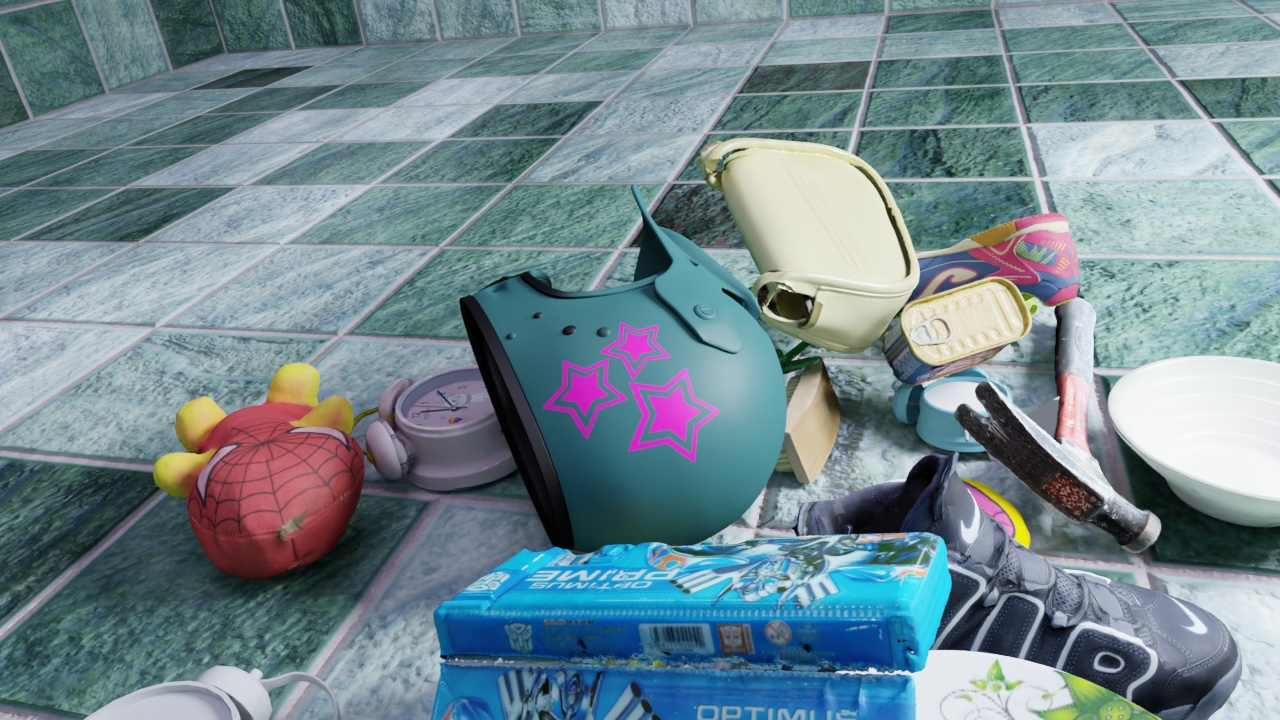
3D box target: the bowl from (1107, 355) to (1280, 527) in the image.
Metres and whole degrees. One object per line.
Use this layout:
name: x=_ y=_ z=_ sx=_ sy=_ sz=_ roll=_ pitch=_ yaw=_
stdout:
bowl: x=0.413 y=0.064 z=0.627 sx=0.177 sy=0.058 sz=0.176 roll=-5 pitch=29 yaw=3

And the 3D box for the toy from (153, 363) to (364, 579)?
toy: x=-0.282 y=0.083 z=0.702 sx=0.147 sy=0.099 sz=0.216 roll=-29 pitch=34 yaw=-16

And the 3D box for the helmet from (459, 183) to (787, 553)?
helmet: x=-0.004 y=0.004 z=0.666 sx=0.200 sy=0.177 sz=0.274 roll=-20 pitch=54 yaw=-14

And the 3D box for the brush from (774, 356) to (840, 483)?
brush: x=0.130 y=0.047 z=0.730 sx=0.039 sy=0.049 sz=0.116 roll=-13 pitch=24 yaw=28

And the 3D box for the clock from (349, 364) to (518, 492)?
clock: x=-0.167 y=0.054 z=0.768 sx=0.158 sy=0.059 sz=0.116 roll=-6 pitch=29 yaw=3

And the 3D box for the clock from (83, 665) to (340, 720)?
clock: x=-0.241 y=0.218 z=0.490 sx=0.158 sy=0.061 sz=0.120 roll=-26 pitch=34 yaw=-28

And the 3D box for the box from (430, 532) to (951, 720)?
box: x=0.008 y=0.139 z=0.422 sx=0.244 sy=0.070 sz=0.170 roll=-8 pitch=34 yaw=27

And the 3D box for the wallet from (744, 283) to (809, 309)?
wallet: x=0.151 y=-0.074 z=0.914 sx=0.121 sy=0.027 sz=0.099 roll=-16 pitch=-5 yaw=-15

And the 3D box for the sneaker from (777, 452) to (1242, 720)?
sneaker: x=0.188 y=0.115 z=0.491 sx=0.253 sy=0.151 sz=0.097 roll=-1 pitch=29 yaw=9

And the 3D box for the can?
can: x=0.243 y=-0.021 z=0.714 sx=0.099 sy=0.059 sz=0.054 roll=-17 pitch=73 yaw=-9

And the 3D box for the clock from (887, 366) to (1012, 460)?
clock: x=0.250 y=0.036 z=0.739 sx=0.087 sy=0.042 sz=0.123 roll=-14 pitch=25 yaw=-13

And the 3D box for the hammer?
hammer: x=0.332 y=0.015 z=0.721 sx=0.140 sy=0.036 sz=0.325 roll=36 pitch=35 yaw=6

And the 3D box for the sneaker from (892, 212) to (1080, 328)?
sneaker: x=0.274 y=-0.058 z=0.834 sx=0.116 sy=0.091 sz=0.242 roll=-11 pitch=-3 yaw=-37

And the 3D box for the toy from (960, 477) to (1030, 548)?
toy: x=0.207 y=0.110 z=0.608 sx=0.094 sy=0.041 sz=0.095 roll=17 pitch=34 yaw=30

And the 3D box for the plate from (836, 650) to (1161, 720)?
plate: x=0.146 y=0.215 z=0.368 sx=0.229 sy=0.030 sz=0.229 roll=-3 pitch=30 yaw=2

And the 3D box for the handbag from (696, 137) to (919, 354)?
handbag: x=0.143 y=-0.097 z=0.775 sx=0.190 sy=0.089 sz=0.232 roll=11 pitch=40 yaw=-23

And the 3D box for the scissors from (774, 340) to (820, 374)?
scissors: x=0.114 y=0.010 z=0.783 sx=0.130 sy=0.011 sz=0.126 roll=-45 pitch=10 yaw=-19

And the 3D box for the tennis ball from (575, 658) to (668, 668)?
tennis ball: x=-0.012 y=0.161 z=0.538 sx=0.065 sy=0.065 sz=0.065 roll=-5 pitch=29 yaw=3
